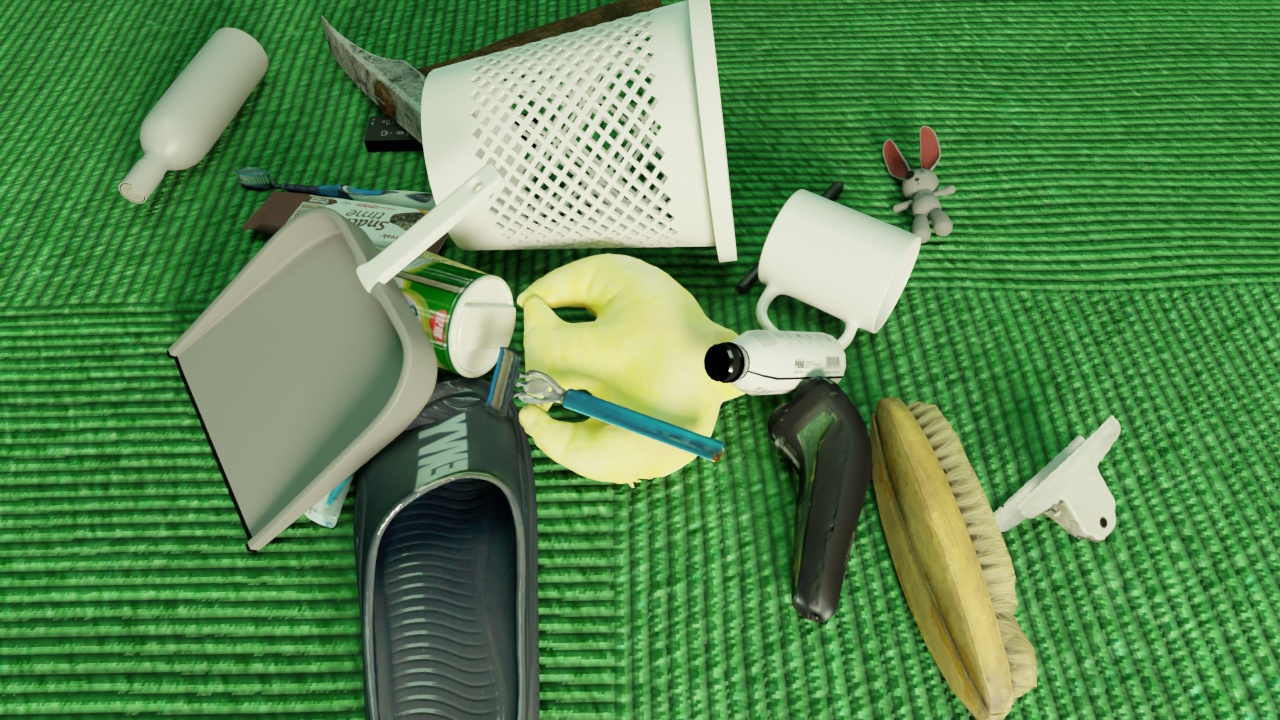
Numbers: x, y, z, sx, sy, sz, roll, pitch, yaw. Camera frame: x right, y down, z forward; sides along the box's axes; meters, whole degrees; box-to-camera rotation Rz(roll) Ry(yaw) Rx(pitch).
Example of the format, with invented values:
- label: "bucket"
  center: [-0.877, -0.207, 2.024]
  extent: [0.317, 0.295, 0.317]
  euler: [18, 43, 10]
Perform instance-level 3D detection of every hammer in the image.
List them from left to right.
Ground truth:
- label: "hammer"
  center: [-0.127, -0.307, 0.866]
  extent: [0.299, 0.037, 0.217]
  euler: [-29, 52, -25]

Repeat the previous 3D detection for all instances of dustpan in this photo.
- label: "dustpan"
  center: [-0.179, -0.027, 0.558]
  extent: [0.258, 0.033, 0.163]
  euler: [-38, 64, 6]

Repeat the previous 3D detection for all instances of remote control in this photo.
- label: "remote control"
  center: [-0.162, -0.199, 0.797]
  extent: [0.150, 0.013, 0.034]
  euler: [-1, 51, -1]

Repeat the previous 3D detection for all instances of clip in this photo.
- label: "clip"
  center: [0.264, 0.079, 0.563]
  extent: [0.101, 0.058, 0.052]
  euler: [-33, 34, -23]

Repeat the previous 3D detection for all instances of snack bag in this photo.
- label: "snack bag"
  center: [-0.227, -0.109, 0.721]
  extent: [0.158, 0.013, 0.056]
  euler: [9, 44, 7]

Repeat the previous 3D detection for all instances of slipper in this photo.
- label: "slipper"
  center: [-0.113, 0.105, 0.508]
  extent: [0.110, 0.083, 0.267]
  euler: [-8, 51, -4]

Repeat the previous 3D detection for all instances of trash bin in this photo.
- label: "trash bin"
  center: [-0.040, -0.158, 0.668]
  extent: [0.200, 0.196, 0.195]
  euler: [-6, 51, 7]

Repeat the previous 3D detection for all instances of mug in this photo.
- label: "mug"
  center: [0.132, -0.056, 0.653]
  extent: [0.090, 0.074, 0.110]
  euler: [27, 82, 20]

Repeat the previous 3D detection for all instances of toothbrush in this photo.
- label: "toothbrush"
  center: [-0.241, -0.140, 0.746]
  extent: [0.189, 0.017, 0.016]
  euler: [8, 50, 7]

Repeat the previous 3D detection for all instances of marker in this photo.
- label: "marker"
  center: [0.119, -0.099, 0.719]
  extent: [0.011, 0.011, 0.151]
  euler: [31, 58, 22]

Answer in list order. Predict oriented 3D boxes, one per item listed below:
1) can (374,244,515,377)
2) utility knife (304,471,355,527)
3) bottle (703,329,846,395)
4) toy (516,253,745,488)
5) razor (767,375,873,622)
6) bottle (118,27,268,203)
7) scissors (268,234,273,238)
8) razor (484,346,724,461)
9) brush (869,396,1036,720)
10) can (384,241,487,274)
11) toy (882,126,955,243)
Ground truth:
- label: "can"
  center: [-0.150, -0.035, 0.608]
  extent: [0.121, 0.067, 0.067]
  euler: [16, 52, 23]
- label: "utility knife"
  center: [-0.180, 0.029, 0.611]
  extent: [0.022, 0.015, 0.178]
  euler: [9, 53, 7]
- label: "bottle"
  center: [0.084, 0.001, 0.583]
  extent: [0.115, 0.041, 0.041]
  euler: [0, 40, -47]
- label: "toy"
  center: [-0.004, 0.003, 0.599]
  extent: [0.154, 0.065, 0.170]
  euler: [2, 58, -11]
- label: "razor"
  center: [0.104, 0.081, 0.554]
  extent: [0.067, 0.054, 0.151]
  euler: [5, 57, 14]
- label: "bottle"
  center: [-0.381, -0.206, 0.777]
  extent: [0.052, 0.053, 0.194]
  euler: [8, 52, 6]
- label: "scissors"
  center: [-0.248, -0.041, 0.671]
  extent: [0.166, 0.013, 0.157]
  euler: [23, 48, 16]
- label: "razor"
  center: [-0.020, 0.031, 0.545]
  extent: [0.144, 0.042, 0.022]
  euler: [18, 15, 4]
- label: "brush"
  center: [0.175, 0.104, 0.525]
  extent: [0.043, 0.059, 0.195]
  euler: [-1, 52, -12]
- label: "can"
  center: [-0.149, -0.057, 0.667]
  extent: [0.079, 0.038, 0.038]
  euler: [21, 54, 16]
- label: "toy"
  center: [0.226, -0.140, 0.739]
  extent: [0.049, 0.030, 0.111]
  euler: [-18, 50, 22]
